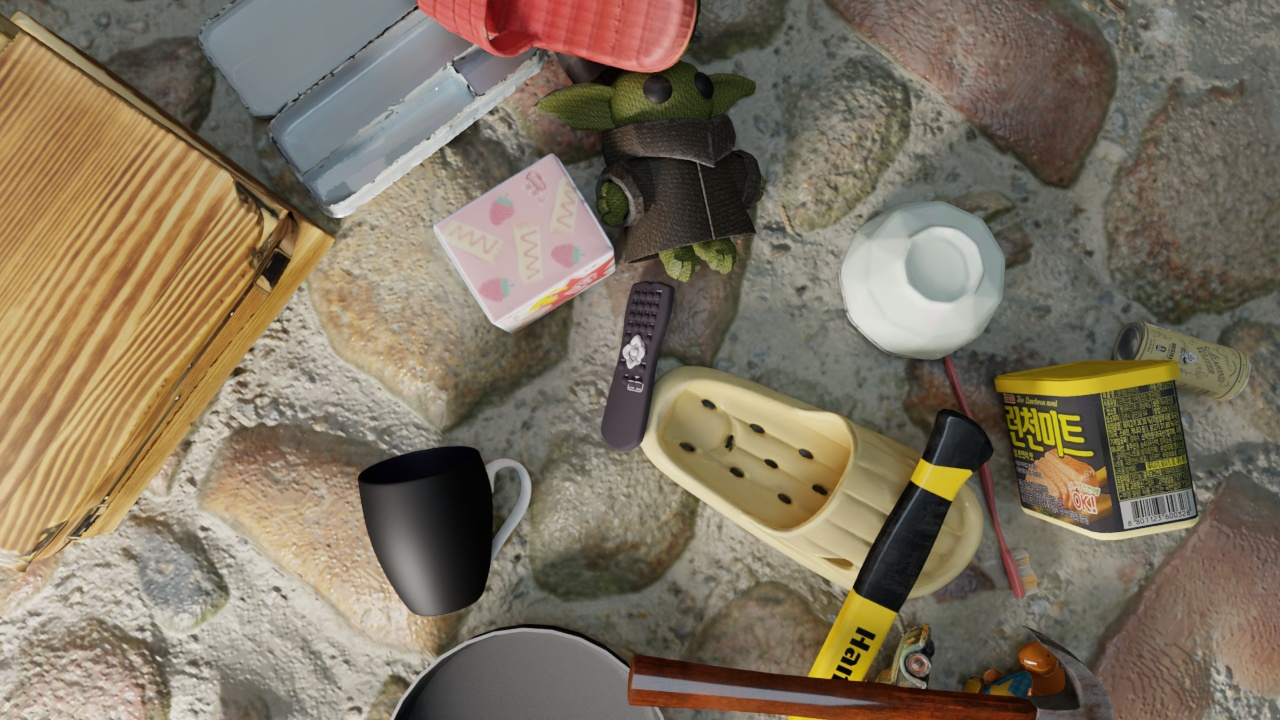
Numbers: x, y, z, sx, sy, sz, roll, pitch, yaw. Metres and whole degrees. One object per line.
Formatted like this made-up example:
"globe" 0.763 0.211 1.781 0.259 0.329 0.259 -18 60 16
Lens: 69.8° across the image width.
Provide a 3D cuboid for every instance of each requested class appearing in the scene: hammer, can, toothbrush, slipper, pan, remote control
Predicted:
"hammer" 0.142 0.213 0.573 0.300 0.028 0.111 6 96 -1
"can" 0.300 0.055 0.612 0.072 0.131 0.101 -10 90 -1
"toothbrush" 0.253 0.082 0.668 0.015 0.015 0.184 -17 87 -1
"slipper" 0.118 0.087 0.637 0.261 0.079 0.111 27 91 2
"can" 0.389 0.000 0.660 0.079 0.038 0.038 17 87 1
"slipper" -0.082 -0.251 0.593 0.249 0.059 0.104 27 116 18
"hammer" 0.135 0.180 0.598 0.170 0.034 0.324 25 97 -2
"pan" -0.153 0.289 0.642 0.355 0.044 0.204 -2 87 0
"remote control" -0.004 0.004 0.657 0.009 0.046 0.124 14 87 -39

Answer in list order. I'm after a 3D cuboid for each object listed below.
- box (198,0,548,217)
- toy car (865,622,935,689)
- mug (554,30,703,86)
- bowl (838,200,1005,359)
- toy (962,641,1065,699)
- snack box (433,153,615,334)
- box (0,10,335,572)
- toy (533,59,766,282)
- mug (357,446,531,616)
"box" -0.197 -0.230 0.676 0.209 0.037 0.190 -40 81 -2
"toy car" 0.179 0.239 0.644 0.047 0.047 0.112 7 92 19
"mug" -0.022 -0.258 0.658 0.115 0.080 0.107 -29 89 -28
"bowl" 0.204 -0.061 0.647 0.117 0.061 0.117 0 84 1
"toy" 0.285 0.253 0.651 0.090 0.071 0.103 -43 111 -15
"snack box" -0.075 -0.076 0.634 0.094 0.093 0.079 -32 88 -2
"box" -0.375 -0.041 0.553 0.269 0.264 0.279 36 86 -1
"toy" 0.025 -0.133 0.634 0.179 0.078 0.153 -14 93 -30
"mug" -0.128 0.115 0.640 0.118 0.085 0.100 -15 101 -30
